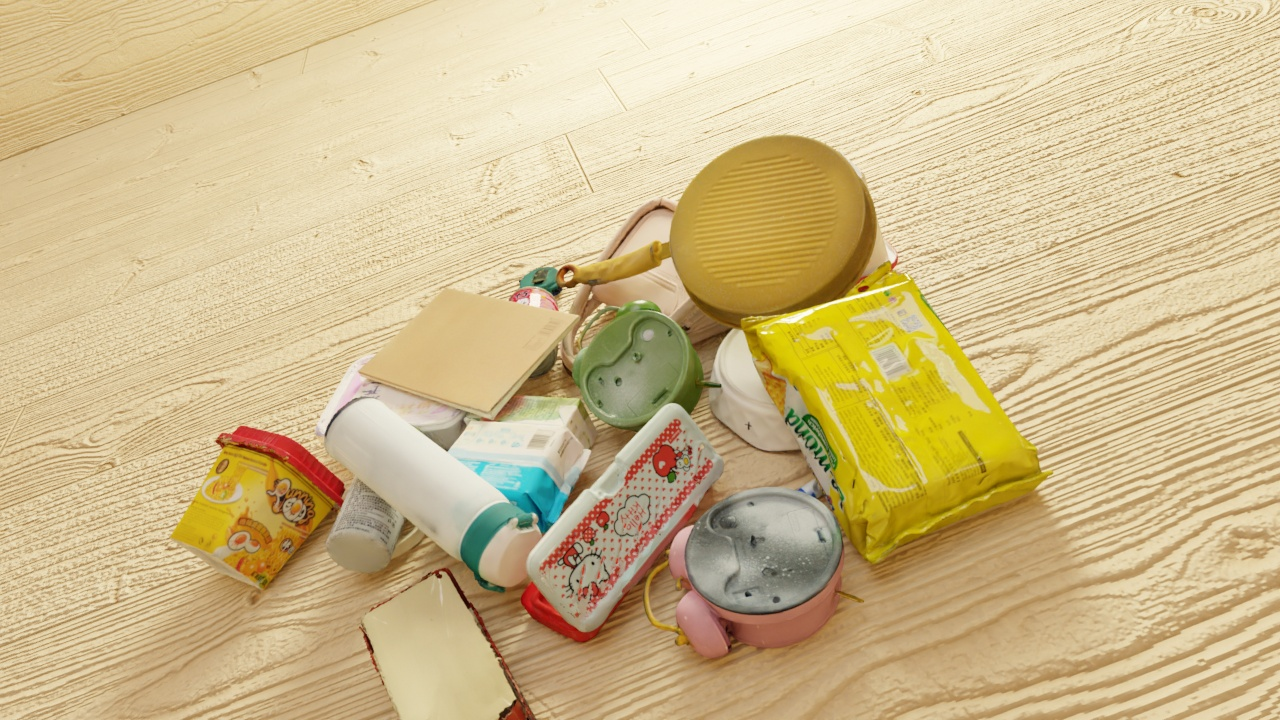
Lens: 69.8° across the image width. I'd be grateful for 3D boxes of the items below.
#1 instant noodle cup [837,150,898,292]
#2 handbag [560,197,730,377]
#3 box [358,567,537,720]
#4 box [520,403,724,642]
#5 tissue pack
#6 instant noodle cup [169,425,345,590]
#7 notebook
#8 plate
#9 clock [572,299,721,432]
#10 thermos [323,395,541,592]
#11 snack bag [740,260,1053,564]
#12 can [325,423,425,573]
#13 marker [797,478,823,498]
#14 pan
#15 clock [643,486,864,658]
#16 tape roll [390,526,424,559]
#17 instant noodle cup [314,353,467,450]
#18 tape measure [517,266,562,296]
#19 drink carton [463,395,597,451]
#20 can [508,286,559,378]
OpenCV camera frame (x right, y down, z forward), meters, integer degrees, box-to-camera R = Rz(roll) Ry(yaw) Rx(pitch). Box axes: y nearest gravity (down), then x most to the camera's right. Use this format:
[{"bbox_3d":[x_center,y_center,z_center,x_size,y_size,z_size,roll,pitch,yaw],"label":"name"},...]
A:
[{"bbox_3d":[0.198,-0.143,0.970,0.116,0.124,0.116,-20,36,-1],"label":"instant noodle cup"},{"bbox_3d":[0.008,-0.064,1.009,0.233,0.093,0.193,-43,42,-16],"label":"handbag"},{"bbox_3d":[-0.148,0.234,0.685,0.091,0.077,0.168,-30,37,-16],"label":"box"},{"bbox_3d":[-0.017,0.123,0.751,0.095,0.098,0.200,15,48,37],"label":"box"},{"bbox_3d":[-0.122,0.108,0.847,0.140,0.063,0.089,1,40,26],"label":"tissue pack"},{"bbox_3d":[-0.372,0.144,0.888,0.116,0.116,0.123,8,56,33],"label":"instant noodle cup"},{"bbox_3d":[-0.184,-0.016,0.971,0.212,0.012,0.149,13,51,37],"label":"notebook"},{"bbox_3d":[0.161,0.002,0.869,0.205,0.046,0.204,-12,37,9],"label":"plate"},{"bbox_3d":[-0.005,0.005,0.890,0.116,0.056,0.161,-46,56,4],"label":"clock"},{"bbox_3d":[-0.177,0.112,0.780,0.224,0.073,0.073,30,58,30],"label":"thermos"},{"bbox_3d":[0.199,0.030,0.742,0.158,0.068,0.246,-22,54,-4],"label":"snack bag"},{"bbox_3d":[-0.243,0.125,0.860,0.058,0.058,0.146,-10,37,13],"label":"can"},{"bbox_3d":[0.173,0.091,0.771,0.145,0.017,0.017,-30,37,-14],"label":"marker"},{"bbox_3d":[0.056,-0.114,0.923,0.358,0.078,0.197,-4,67,24],"label":"pan"},{"bbox_3d":[0.077,0.162,0.689,0.158,0.060,0.117,-15,37,5],"label":"clock"},{"bbox_3d":[-0.241,0.156,0.883,0.086,0.014,0.085,-13,37,10],"label":"tape roll"},{"bbox_3d":[-0.245,0.049,0.986,0.174,0.060,0.137,-9,38,17],"label":"instant noodle cup"},{"bbox_3d":[-0.125,-0.096,1.145,0.058,0.025,0.054,-12,38,10],"label":"tape measure"},{"bbox_3d":[-0.109,0.066,0.905,0.123,0.053,0.045,3,46,28],"label":"drink carton"},{"bbox_3d":[-0.124,-0.033,1.028,0.066,0.066,0.093,-13,37,9],"label":"can"}]
